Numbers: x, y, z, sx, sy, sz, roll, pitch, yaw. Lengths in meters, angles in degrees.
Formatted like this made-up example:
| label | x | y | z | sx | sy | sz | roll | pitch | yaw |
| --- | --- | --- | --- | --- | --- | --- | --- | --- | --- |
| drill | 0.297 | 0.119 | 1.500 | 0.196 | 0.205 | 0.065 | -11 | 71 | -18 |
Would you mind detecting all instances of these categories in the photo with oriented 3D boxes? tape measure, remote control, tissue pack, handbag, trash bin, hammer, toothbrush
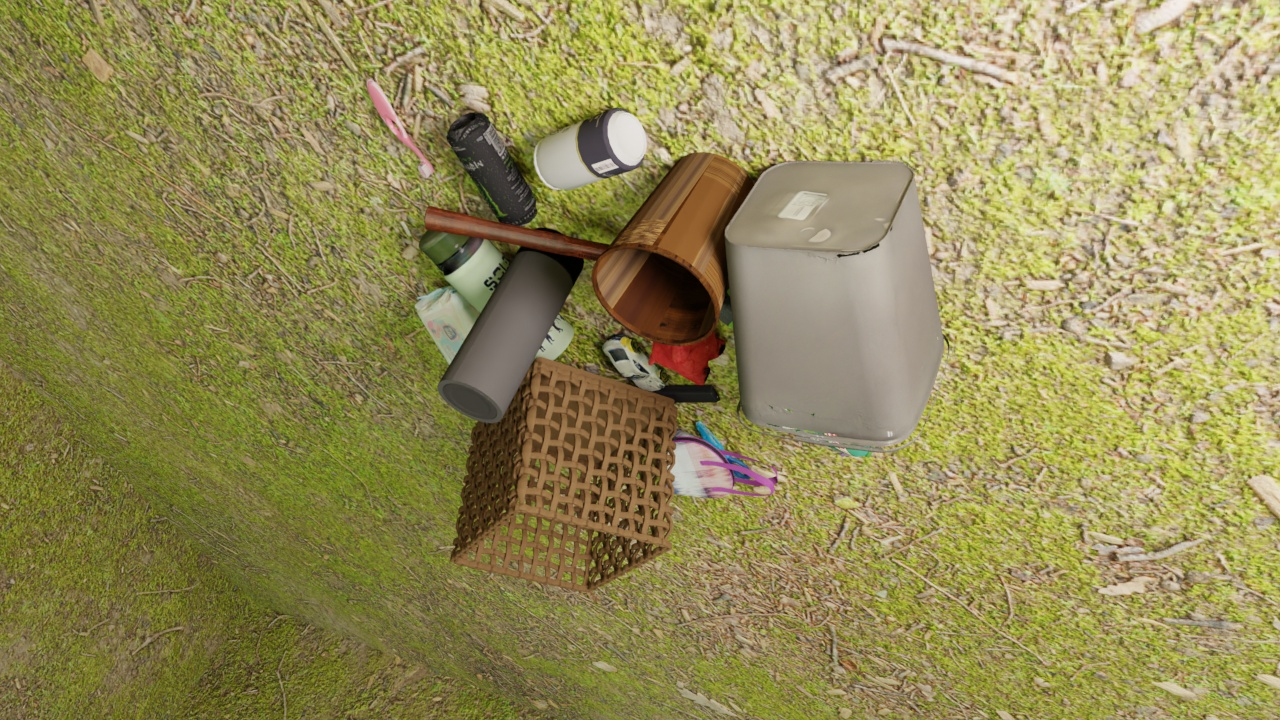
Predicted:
| label | x | y | z | sx | sy | sz | roll | pitch | yaw |
| --- | --- | --- | --- | --- | --- | --- | --- | --- | --- |
| tape measure | 0.115 | -0.065 | 1.051 | 0.065 | 0.058 | 0.036 | 34 | 144 | -4 |
| remote control | 0.047 | 0.050 | 1.285 | 0.137 | 0.015 | 0.032 | -2 | 136 | 36 |
| tissue pack | -0.235 | -0.027 | 1.300 | 0.112 | 0.069 | 0.182 | -15 | 110 | 45 |
| handbag | 0.115 | 0.159 | 1.323 | 0.170 | 0.067 | 0.145 | 8 | 143 | 28 |
| trash bin | 0.189 | -0.061 | 0.903 | 0.198 | 0.196 | 0.220 | 8 | 135 | 29 |
| hammer | -0.101 | -0.136 | 1.069 | 0.300 | 0.028 | 0.111 | 11 | 145 | -3 |
| toothbrush | -0.287 | -0.275 | 1.096 | 0.022 | 0.016 | 0.135 | -1 | 136 | 33 |

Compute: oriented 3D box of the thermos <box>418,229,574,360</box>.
| label | x | y | z | sx | sy | sz | roll | pitch | yaw |
| --- | --- | --- | --- | --- | --- | --- | --- | --- | --- |
| thermos | -0.191 | -0.095 | 1.213 | 0.083 | 0.082 | 0.231 | -16 | 127 | 46 |

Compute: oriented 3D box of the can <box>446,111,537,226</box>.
| label | x | y | z | sx | sy | sz | roll | pitch | yaw |
| --- | --- | --- | --- | --- | --- | --- | --- | --- | --- |
| can | -0.169 | -0.217 | 1.055 | 0.054 | 0.053 | 0.138 | 1 | 137 | 34 |

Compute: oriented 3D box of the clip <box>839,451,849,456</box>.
| label | x | y | z | sx | sy | sz | roll | pitch | yaw |
| --- | --- | --- | --- | --- | --- | --- | --- | --- | --- |
| clip | 0.282 | 0.119 | 1.217 | 0.052 | 0.014 | 0.041 | 9 | 141 | 29 |

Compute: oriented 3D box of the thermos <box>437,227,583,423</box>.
| label | x | y | z | sx | sy | sz | roll | pitch | yaw |
| --- | --- | --- | --- | --- | --- | --- | --- | --- | --- |
| thermos | -0.151 | -0.046 | 1.105 | 0.082 | 0.239 | 0.082 | 18 | 149 | 11 |

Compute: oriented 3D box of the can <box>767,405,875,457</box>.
| label | x | y | z | sx | sy | sz | roll | pitch | yaw |
| --- | --- | --- | --- | --- | --- | --- | --- | --- | --- |
| can | 0.222 | 0.059 | 1.117 | 0.144 | 0.082 | 0.083 | 21 | 145 | 11 |

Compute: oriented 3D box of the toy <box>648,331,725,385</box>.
| label | x | y | z | sx | sy | sz | roll | pitch | yaw |
| --- | --- | --- | --- | --- | --- | --- | --- | --- | --- |
| toy | 0.040 | -0.036 | 1.128 | 0.094 | 0.087 | 0.133 | 19 | 145 | 32 |

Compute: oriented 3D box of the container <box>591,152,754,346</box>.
| label | x | y | z | sx | sy | sz | roll | pitch | yaw |
| --- | --- | --- | --- | --- | --- | --- | --- | --- | --- |
| container | 0.045 | -0.121 | 0.933 | 0.132 | 0.166 | 0.132 | 19 | 145 | 14 |

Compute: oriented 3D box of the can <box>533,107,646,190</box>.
| label | x | y | z | sx | sy | sz | roll | pitch | yaw |
| --- | --- | --- | --- | --- | --- | --- | --- | --- | --- |
| can | -0.058 | -0.219 | 0.967 | 0.128 | 0.064 | 0.064 | -8 | 132 | 41 |

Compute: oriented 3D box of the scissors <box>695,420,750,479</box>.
| label | x | y | z | sx | sy | sz | roll | pitch | yaw |
| --- | --- | --- | --- | --- | --- | --- | --- | --- | --- |
| scissors | 0.115 | 0.133 | 1.352 | 0.066 | 0.015 | 0.135 | -3 | 133 | 41 |

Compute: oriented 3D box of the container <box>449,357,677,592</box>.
| label | x | y | z | sx | sy | sz | roll | pitch | yaw |
| --- | --- | --- | --- | --- | --- | --- | --- | --- | --- |
| container | -0.106 | 0.168 | 1.272 | 0.219 | 0.213 | 0.252 | 18 | 146 | -23 |

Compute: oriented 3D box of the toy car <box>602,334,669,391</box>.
| label | x | y | z | sx | sy | sz | roll | pitch | yaw |
| --- | --- | --- | --- | --- | --- | --- | --- | --- | --- |
| toy car | -0.007 | 0.007 | 1.254 | 0.048 | 0.033 | 0.105 | -19 | 126 | 45 |
